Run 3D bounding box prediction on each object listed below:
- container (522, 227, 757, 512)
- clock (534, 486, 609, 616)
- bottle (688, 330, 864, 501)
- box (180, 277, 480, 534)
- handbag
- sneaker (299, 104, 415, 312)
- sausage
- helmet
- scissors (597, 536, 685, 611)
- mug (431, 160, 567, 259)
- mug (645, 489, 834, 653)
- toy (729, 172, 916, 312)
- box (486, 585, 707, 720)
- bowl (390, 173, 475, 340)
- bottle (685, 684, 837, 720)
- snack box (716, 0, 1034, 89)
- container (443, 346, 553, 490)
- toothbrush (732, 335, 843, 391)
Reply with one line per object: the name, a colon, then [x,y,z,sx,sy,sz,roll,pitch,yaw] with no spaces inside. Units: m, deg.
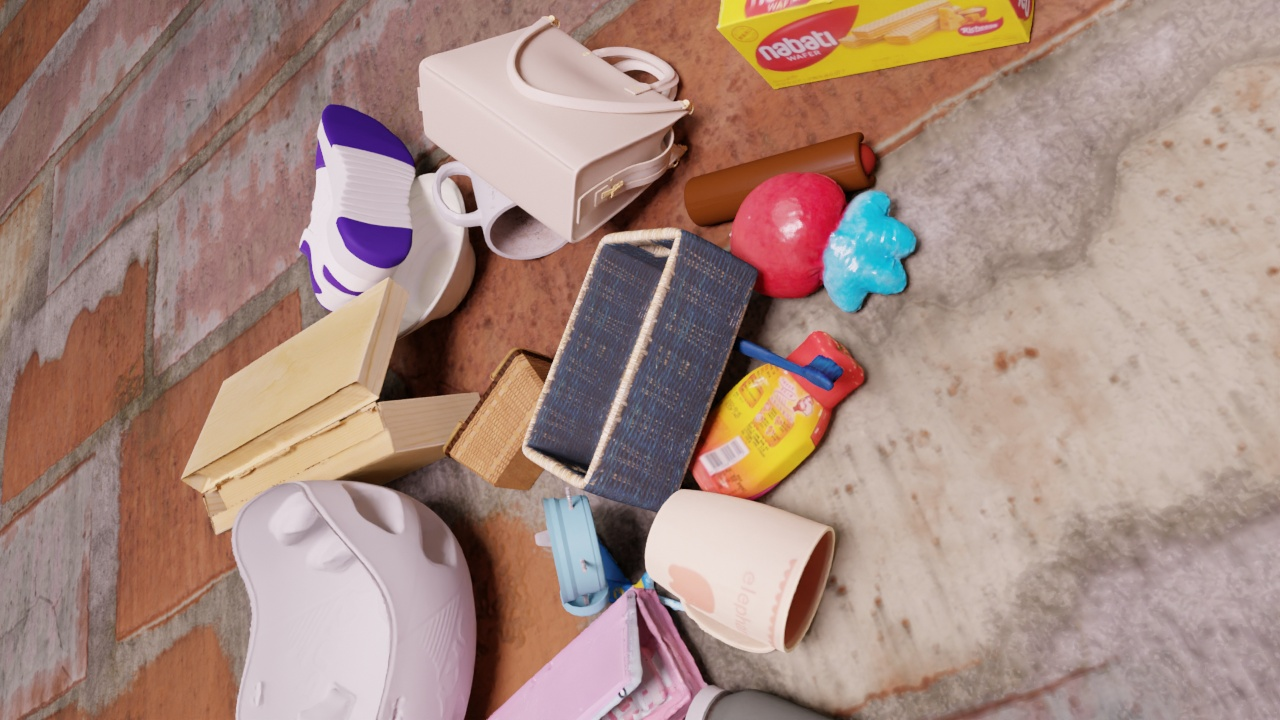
container: [-0.004,0.004,0.672,0.145,0.071,0.187,13,81,65]
clock: [-0.049,0.138,0.656,0.042,0.123,0.087,-12,66,-6]
bottle: [0.092,0.039,0.633,0.134,0.048,0.071,-46,49,16]
box: [-0.288,0.061,0.828,0.249,0.141,0.179,-25,99,28]
handbag: [-0.050,-0.213,0.765,0.194,0.101,0.197,38,57,21]
sneaker: [-0.280,-0.142,0.887,0.111,0.091,0.243,-50,40,31]
sausage: [0.102,-0.134,0.693,0.156,0.040,0.040,-8,70,34]
helmet: [-0.230,0.239,0.718,0.225,0.183,0.281,-25,54,45]
scissors: [-0.009,0.168,0.688,0.109,0.018,0.131,-45,54,14]
mug: [-0.125,-0.152,0.823,0.119,0.083,0.096,-10,60,-14]
mug: [0.061,0.141,0.598,0.104,0.085,0.112,18,126,26]
toy: [0.126,-0.084,0.646,0.133,0.062,0.092,16,112,22]
box: [-0.068,0.262,0.650,0.233,0.080,0.099,-45,55,21]
bowl: [-0.211,-0.090,0.896,0.177,0.057,0.176,-18,61,35]
bottle: [0.083,0.239,0.565,0.109,0.060,0.060,9,80,38]
snack box: [0.162,-0.248,0.650,0.201,0.092,0.042,2,76,37]
container: [-0.102,0.054,0.769,0.061,0.063,0.114,41,101,31]
toothbrush: [0.079,-0.011,0.636,0.017,0.016,0.190,-45,26,-8]
